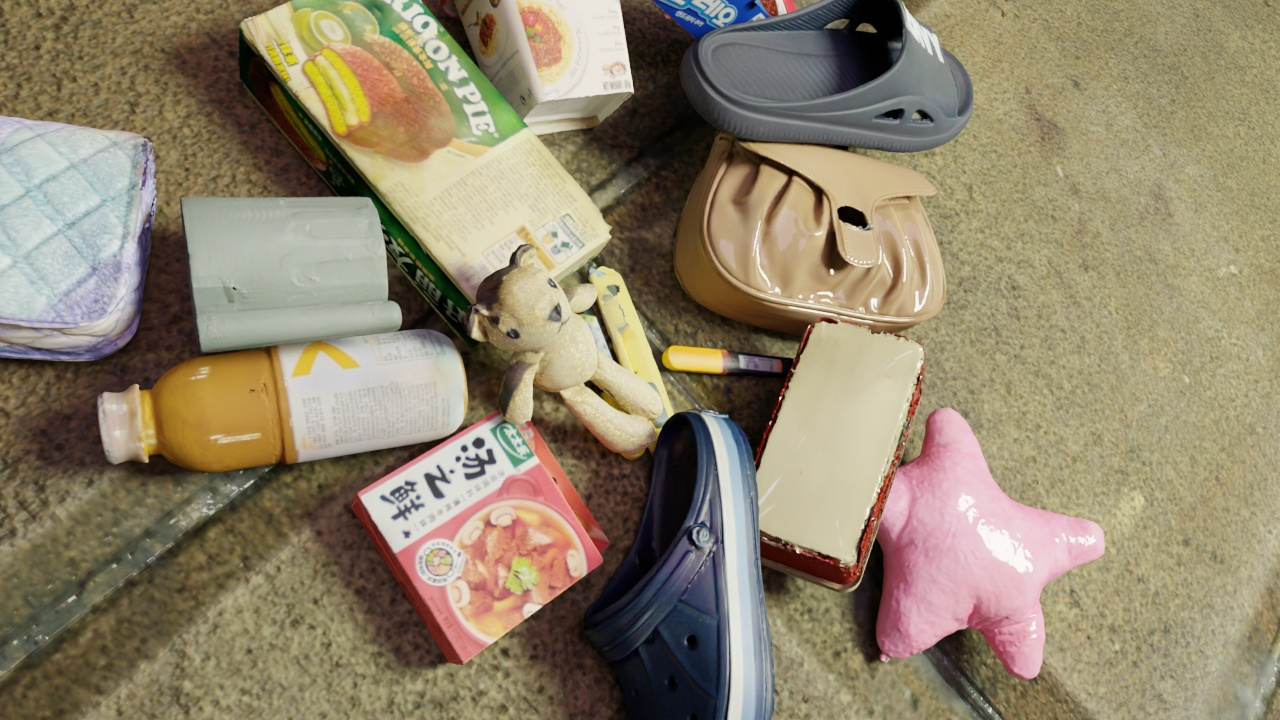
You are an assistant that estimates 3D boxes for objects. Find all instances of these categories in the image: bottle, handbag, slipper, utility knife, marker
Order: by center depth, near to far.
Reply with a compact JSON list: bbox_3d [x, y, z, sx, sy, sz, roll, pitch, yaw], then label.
[{"bbox_3d":[-0.365,-0.071,0.477,0.193,0.076,0.134,5,66,-23],"label":"handbag"},{"bbox_3d":[-0.196,0.024,0.517,0.189,0.068,0.068,-8,75,-25],"label":"bottle"},{"bbox_3d":[0.018,0.146,0.544,0.095,0.105,0.252,12,68,-18],"label":"slipper"},{"bbox_3d":[-0.024,0.009,0.627,0.018,0.015,0.124,-16,76,-20],"label":"marker"},{"bbox_3d":[-0.004,0.004,0.639,0.030,0.018,0.151,-14,74,-32],"label":"utility knife"},{"bbox_3d":[0.157,-0.214,0.663,0.267,0.084,0.110,-9,64,-29],"label":"slipper"},{"bbox_3d":[0.072,0.003,0.670,0.123,0.015,0.018,4,72,-24],"label":"marker"},{"bbox_3d":[0.132,-0.094,0.678,0.204,0.100,0.147,8,73,-20],"label":"handbag"}]

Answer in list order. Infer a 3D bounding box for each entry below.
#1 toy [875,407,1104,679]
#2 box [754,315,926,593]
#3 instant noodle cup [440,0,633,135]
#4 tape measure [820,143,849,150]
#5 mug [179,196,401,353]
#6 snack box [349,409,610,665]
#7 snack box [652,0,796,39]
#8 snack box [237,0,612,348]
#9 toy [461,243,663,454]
[{"bbox_3d":[0.215,0.133,0.651,0.194,0.075,0.178,39,76,6],"label":"toy"},{"bbox_3d":[0.131,0.058,0.614,0.091,0.079,0.168,17,67,20],"label":"box"},{"bbox_3d":[-0.066,-0.231,0.643,0.116,0.117,0.124,-16,90,-27],"label":"instant noodle cup"},{"bbox_3d":[0.139,-0.189,0.734,0.033,0.066,0.065,-26,83,-32],"label":"tape measure"},{"bbox_3d":[-0.198,-0.044,0.518,0.103,0.084,0.124,-7,33,-27],"label":"mug"},{"bbox_3d":[-0.088,0.097,0.551,0.126,0.044,0.113,-32,86,-29],"label":"snack box"},{"bbox_3d":[0.058,-0.269,0.673,0.207,0.057,0.058,11,64,-58],"label":"snack box"},{"bbox_3d":[-0.140,-0.135,0.600,0.240,0.063,0.114,49,61,-1],"label":"snack box"},{"bbox_3d":[-0.040,0.001,0.559,0.157,0.066,0.105,46,66,-37],"label":"toy"}]
